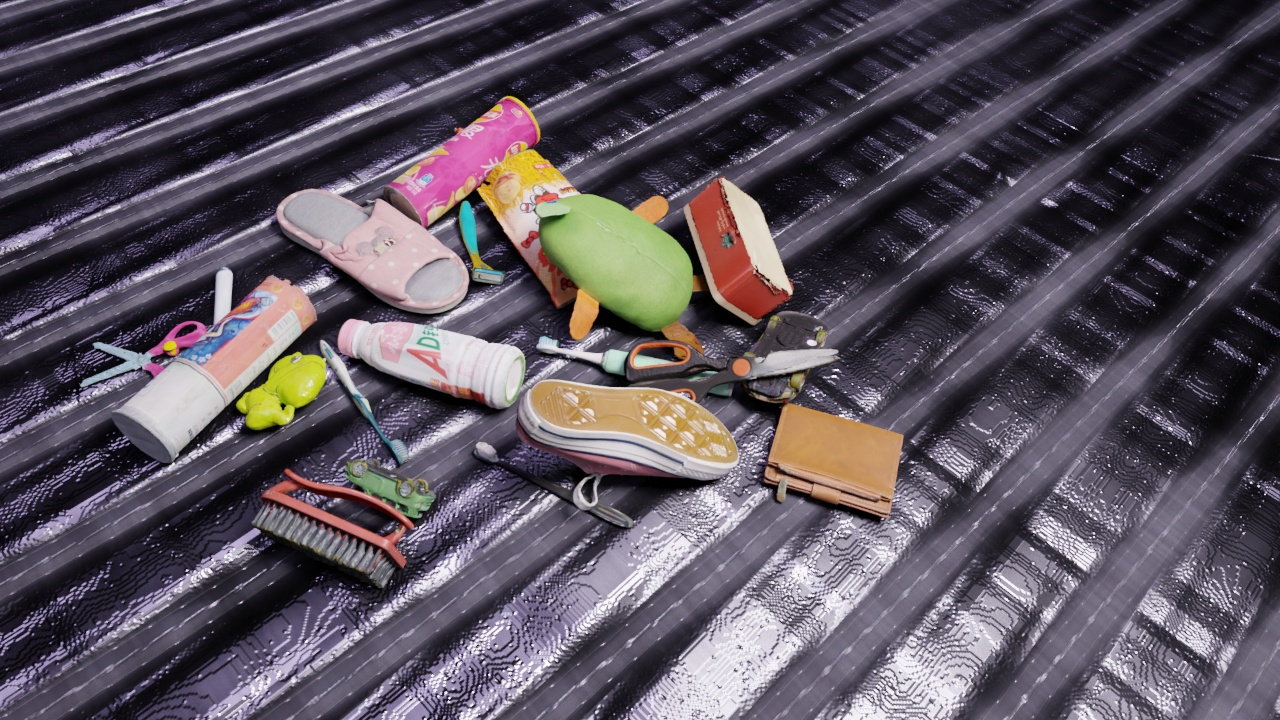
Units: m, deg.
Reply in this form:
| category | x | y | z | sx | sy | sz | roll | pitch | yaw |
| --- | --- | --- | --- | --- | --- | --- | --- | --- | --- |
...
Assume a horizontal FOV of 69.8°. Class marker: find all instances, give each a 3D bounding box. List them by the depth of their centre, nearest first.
| category | x | y | z | sx | sy | sz | roll | pitch | yaw |
| --- | --- | --- | --- | --- | --- | --- | --- | --- | --- |
| marker | -0.468 | -0.055 | 1.022 | 0.022 | 0.018 | 0.130 | 4 | 48 | -26 |

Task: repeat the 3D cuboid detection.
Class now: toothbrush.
| category | x | y | z | sx | sy | sz | roll | pitch | yaw |
| --- | --- | --- | --- | --- | --- | --- | --- | --- | --- |
| toothbrush | -0.088 | 0.124 | 0.915 | 0.181 | 0.018 | 0.015 | 24 | 45 | 12 |
| toothbrush | -0.292 | 0.040 | 0.964 | 0.018 | 0.016 | 0.191 | -21 | 55 | -34 |
| toothbrush | -0.006 | 0.006 | 1.014 | 0.224 | 0.026 | 0.027 | 11 | 59 | 4 |

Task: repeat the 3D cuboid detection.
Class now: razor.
| category | x | y | z | sx | sy | sz | roll | pitch | yaw |
| --- | --- | --- | --- | --- | --- | --- | --- | --- | --- |
| razor | -0.201 | -0.144 | 1.116 | 0.043 | 0.028 | 0.132 | 3 | 49 | -34 |

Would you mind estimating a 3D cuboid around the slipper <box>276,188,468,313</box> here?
| category | x | y | z | sx | sy | sz | roll | pitch | yaw |
| --- | --- | --- | --- | --- | --- | --- | --- | --- | --- |
| slipper | -0.319 | -0.141 | 1.085 | 0.274 | 0.055 | 0.113 | 30 | 54 | 18 |

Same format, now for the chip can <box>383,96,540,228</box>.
| category | x | y | z | sx | sy | sz | roll | pitch | yaw |
| --- | --- | --- | --- | --- | --- | --- | --- | --- | --- |
| chip can | -0.223 | -0.248 | 1.158 | 0.071 | 0.071 | 0.210 | 34 | 62 | 21 |

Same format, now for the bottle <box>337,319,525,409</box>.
| category | x | y | z | sx | sy | sz | roll | pitch | yaw |
| --- | --- | --- | --- | --- | --- | --- | --- | --- | --- |
| bottle | -0.224 | -0.003 | 0.976 | 0.197 | 0.068 | 0.068 | 14 | 50 | 11 |

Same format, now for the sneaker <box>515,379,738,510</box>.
| category | x | y | z | sx | sy | sz | roll | pitch | yaw |
| --- | --- | --- | --- | --- | --- | --- | --- | --- | --- |
| sneaker | -0.018 | 0.083 | 0.911 | 0.240 | 0.088 | 0.118 | 12 | 45 | -27 |

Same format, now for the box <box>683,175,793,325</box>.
| category | x | y | z | sx | sy | sz | roll | pitch | yaw |
| --- | --- | --- | --- | --- | --- | --- | --- | --- | --- |
| box | 0.122 | -0.136 | 1.088 | 0.091 | 0.080 | 0.168 | 27 | 37 | -40 |

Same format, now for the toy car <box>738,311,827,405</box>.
| category | x | y | z | sx | sy | sz | roll | pitch | yaw |
| --- | --- | --- | --- | --- | --- | --- | --- | --- | --- |
| toy car | 0.162 | -0.006 | 1.027 | 0.070 | 0.042 | 0.157 | 20 | 41 | 19 |

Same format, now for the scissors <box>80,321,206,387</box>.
| category | x | y | z | sx | sy | sz | roll | pitch | yaw |
| --- | --- | --- | --- | --- | --- | --- | --- | --- | --- |
| scissors | -0.521 | 0.005 | 0.972 | 0.133 | 0.017 | 0.125 | -26 | 61 | -19 |

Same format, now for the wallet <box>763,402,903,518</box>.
| category | x | y | z | sx | sy | sz | roll | pitch | yaw |
| --- | --- | --- | --- | --- | --- | --- | --- | --- | --- |
| wallet | 0.199 | 0.104 | 0.948 | 0.131 | 0.035 | 0.118 | 16 | 51 | 10 |

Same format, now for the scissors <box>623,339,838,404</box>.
| category | x | y | z | sx | sy | sz | roll | pitch | yaw |
| --- | --- | --- | --- | --- | --- | --- | --- | --- | --- |
| scissors | 0.096 | 0.025 | 0.972 | 0.235 | 0.021 | 0.136 | 12 | 83 | 11 |

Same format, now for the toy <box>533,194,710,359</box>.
| category | x | y | z | sx | sy | sz | roll | pitch | yaw |
| --- | --- | --- | --- | --- | --- | --- | --- | --- | --- |
| toy | -0.015 | -0.107 | 1.047 | 0.246 | 0.090 | 0.226 | 35 | 56 | -9 |

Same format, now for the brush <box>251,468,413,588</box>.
| category | x | y | z | sx | sy | sz | roll | pitch | yaw |
| --- | --- | --- | --- | --- | --- | --- | --- | --- | --- |
| brush | -0.284 | 0.149 | 0.844 | 0.146 | 0.063 | 0.069 | 20 | 63 | 13 |

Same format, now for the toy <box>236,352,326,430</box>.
| category | x | y | z | sx | sy | sz | roll | pitch | yaw |
| --- | --- | --- | --- | --- | --- | --- | --- | --- | --- |
| toy | -0.367 | 0.031 | 0.952 | 0.100 | 0.031 | 0.097 | -31 | 47 | -19 |

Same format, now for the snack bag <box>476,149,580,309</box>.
| category | x | y | z | sx | sy | sz | roll | pitch | yaw |
| --- | --- | --- | --- | --- | --- | --- | --- | --- | --- |
| snack bag | -0.103 | -0.163 | 1.129 | 0.128 | 0.073 | 0.208 | -27 | 65 | -26 |

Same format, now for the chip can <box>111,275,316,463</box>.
| category | x | y | z | sx | sy | sz | roll | pitch | yaw |
| --- | --- | --- | --- | --- | --- | --- | --- | --- | --- |
| chip can | -0.430 | 0.004 | 0.943 | 0.071 | 0.071 | 0.214 | 24 | 52 | 14 |

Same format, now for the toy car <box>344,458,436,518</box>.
| category | x | y | z | sx | sy | sz | roll | pitch | yaw |
| --- | --- | --- | --- | --- | --- | --- | --- | --- | --- |
| toy car | -0.243 | 0.121 | 0.882 | 0.091 | 0.043 | 0.036 | 26 | 89 | 7 |

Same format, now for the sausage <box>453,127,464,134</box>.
| category | x | y | z | sx | sy | sz | roll | pitch | yaw |
| --- | --- | --- | --- | --- | --- | --- | --- | --- | --- |
| sausage | -0.193 | -0.279 | 1.236 | 0.156 | 0.020 | 0.020 | 29 | 54 | 18 |
